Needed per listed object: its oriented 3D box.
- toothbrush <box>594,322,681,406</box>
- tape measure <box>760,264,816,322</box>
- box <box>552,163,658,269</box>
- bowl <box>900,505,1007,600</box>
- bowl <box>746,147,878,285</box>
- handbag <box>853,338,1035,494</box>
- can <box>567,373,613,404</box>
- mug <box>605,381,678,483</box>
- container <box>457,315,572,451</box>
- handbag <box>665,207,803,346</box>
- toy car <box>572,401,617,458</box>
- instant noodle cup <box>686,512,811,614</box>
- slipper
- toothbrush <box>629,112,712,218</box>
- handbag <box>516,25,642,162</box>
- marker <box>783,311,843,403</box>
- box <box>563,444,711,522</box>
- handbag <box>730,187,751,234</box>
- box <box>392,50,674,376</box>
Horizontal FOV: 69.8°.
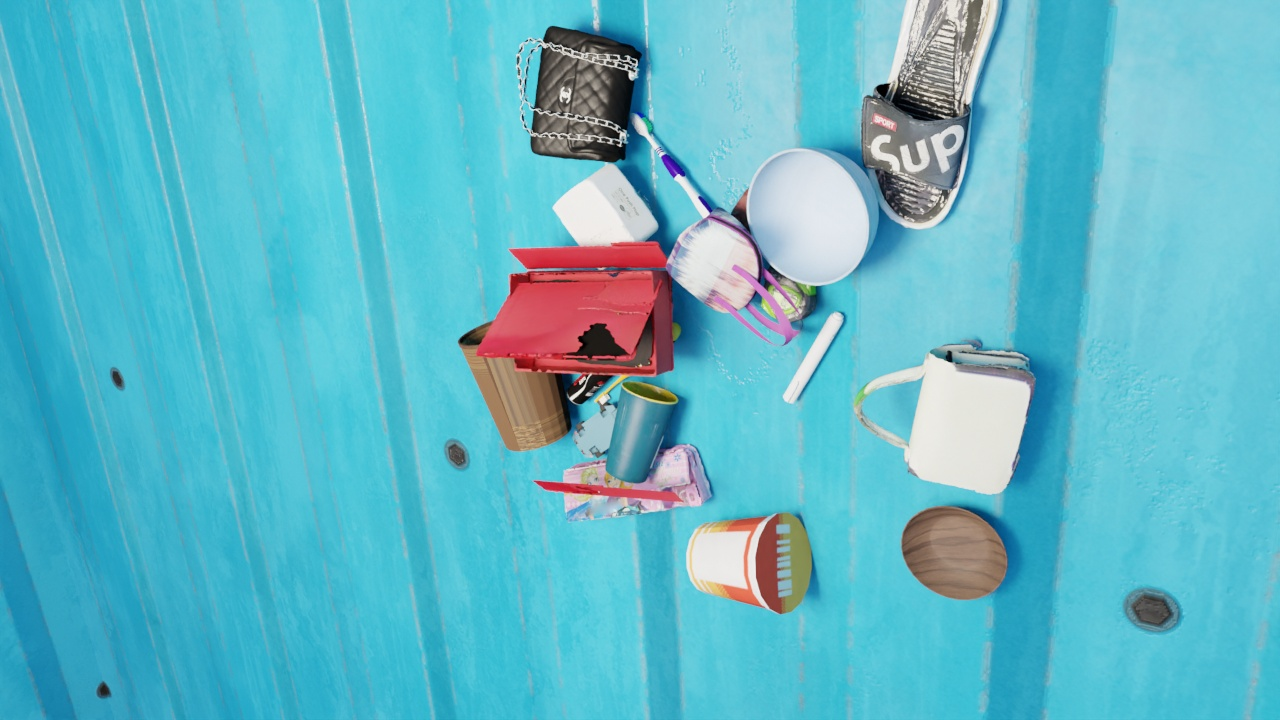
[{"bbox_3d":[-0.007,0.007,1.237,0.031,0.031,0.197,55,131,9],"label":"toothbrush"},{"bbox_3d":[0.176,-0.075,1.080,0.066,0.035,0.059,26,111,27],"label":"tape measure"},{"bbox_3d":[-0.030,-0.190,1.161,0.108,0.101,0.103,55,146,-8],"label":"box"},{"bbox_3d":[0.367,0.217,1.066,0.119,0.032,0.119,12,114,29],"label":"bowl"},{"bbox_3d":[0.198,-0.164,0.999,0.151,0.074,0.151,23,127,34],"label":"bowl"},{"bbox_3d":[0.322,0.053,0.996,0.176,0.073,0.151,8,115,11],"label":"handbag"},{"bbox_3d":[-0.069,0.028,1.282,0.031,0.031,0.081,51,127,6],"label":"can"},{"bbox_3d":[-0.003,0.097,1.219,0.078,0.078,0.121,22,104,25],"label":"mug"},{"bbox_3d":[-0.168,0.031,1.296,0.132,0.131,0.167,-3,112,34],"label":"container"},{"bbox_3d":[0.116,-0.085,1.058,0.170,0.067,0.145,46,151,11],"label":"handbag"},{"bbox_3d":[-0.050,0.098,1.299,0.108,0.027,0.060,-37,86,41],"label":"toy car"},{"bbox_3d":[0.136,0.258,1.187,0.121,0.123,0.123,-7,104,43],"label":"instant noodle cup"},{"bbox_3d":[0.285,-0.262,0.922,0.111,0.063,0.264,22,116,25],"label":"slipper"},{"bbox_3d":[0.044,-0.229,1.112,0.186,0.016,0.015,54,138,9],"label":"toothbrush"},{"bbox_3d":[-0.071,-0.316,1.095,0.125,0.114,0.154,15,101,22],"label":"handbag"},{"bbox_3d":[0.206,-0.003,1.096,0.017,0.020,0.134,37,124,19],"label":"marker"},{"bbox_3d":[-0.017,0.178,1.286,0.231,0.063,0.084,-14,99,37],"label":"box"},{"bbox_3d":[0.113,-0.151,1.101,0.055,0.029,0.120,55,133,11],"label":"handbag"},{"bbox_3d":[-0.098,-0.155,1.066,0.213,0.127,0.426,3,130,25],"label":"box"}]
